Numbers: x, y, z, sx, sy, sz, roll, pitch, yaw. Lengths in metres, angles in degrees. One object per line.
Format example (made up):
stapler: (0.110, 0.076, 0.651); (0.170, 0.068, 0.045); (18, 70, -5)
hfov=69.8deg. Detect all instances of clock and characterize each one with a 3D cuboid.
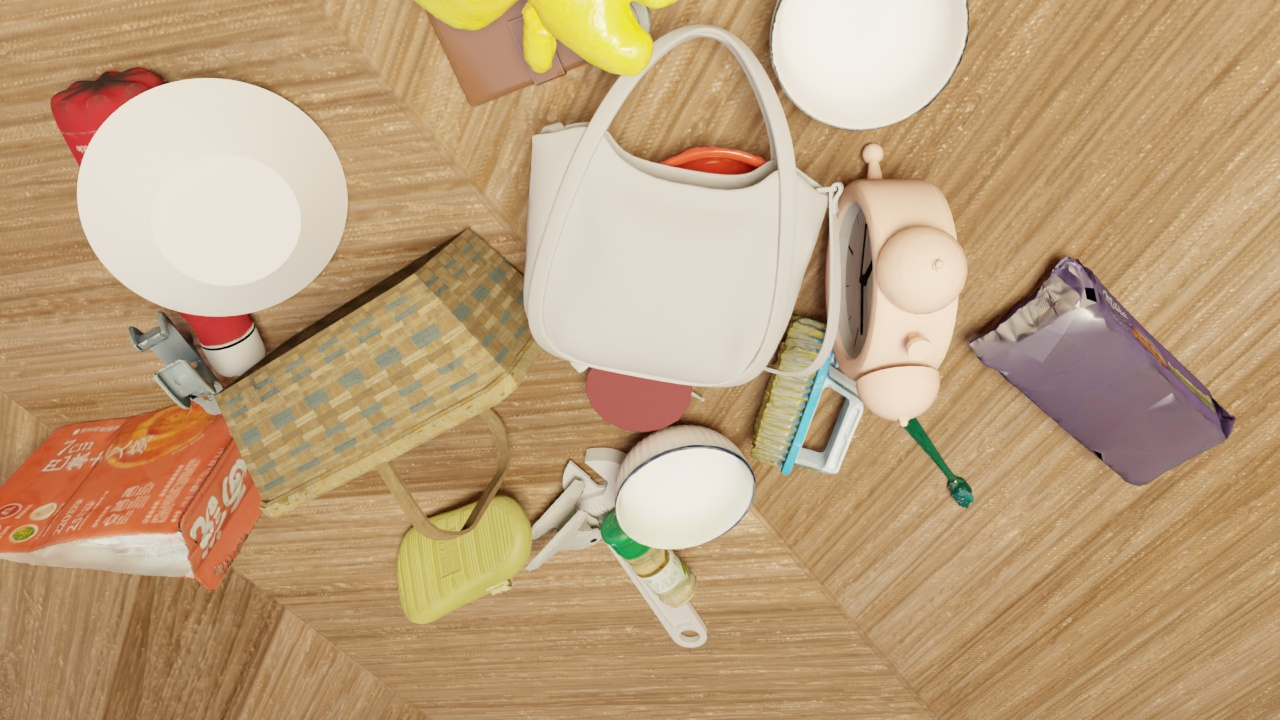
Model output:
clock: (0.171, -0.051, 0.599); (0.086, 0.160, 0.131); (3, 125, 3)
clock: (-0.004, 0.004, 0.727); (0.087, 0.044, 0.124); (-20, 120, 19)

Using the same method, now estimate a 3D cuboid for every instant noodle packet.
instant noodle packet: (-0.438, 0.104, 0.772); (0.221, 0.164, 0.084); (0, 127, 6)

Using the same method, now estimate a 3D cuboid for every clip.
clip: (-0.360, -0.010, 0.704); (0.027, 0.163, 0.106); (-32, 89, -18)
clip: (-0.066, 0.149, 0.826); (0.057, 0.053, 0.102); (50, 126, 12)

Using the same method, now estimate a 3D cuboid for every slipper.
slipper: (-0.155, 0.181, 0.856); (0.191, 0.091, 0.081); (-32, 156, 35)

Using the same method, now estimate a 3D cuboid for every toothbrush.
toothbrush: (0.227, 0.059, 0.758); (0.016, 0.017, 0.190); (-31, 117, 24)

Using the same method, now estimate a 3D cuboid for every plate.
plate: (-0.287, -0.102, 0.633); (0.173, 0.036, 0.174); (-16, 125, -24)

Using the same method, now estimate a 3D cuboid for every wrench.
wrench: (0.009, 0.186, 0.871); (0.087, 0.018, 0.273); (-20, 122, 19)

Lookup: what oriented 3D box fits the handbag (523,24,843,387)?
handbag: (0.034, -0.098, 0.592); (0.216, 0.095, 0.223); (11, 113, -3)

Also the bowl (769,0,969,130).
bowl: (0.135, -0.204, 0.554); (0.113, 0.063, 0.114); (3, 126, 4)

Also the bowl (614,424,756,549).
bowl: (0.032, 0.096, 0.769); (0.118, 0.062, 0.118); (-6, 128, -9)

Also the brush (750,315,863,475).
brush: (0.137, 0.026, 0.720); (0.075, 0.055, 0.136); (13, 125, 2)

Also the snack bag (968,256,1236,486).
snack bag: (0.348, 0.016, 0.689); (0.205, 0.058, 0.097); (36, 122, -19)

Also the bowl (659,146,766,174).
bowl: (0.052, -0.096, 0.650); (0.130, 0.045, 0.131); (3, 125, 4)

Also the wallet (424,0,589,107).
wallet: (-0.074, -0.224, 0.593); (0.121, 0.013, 0.087); (-16, 120, 14)

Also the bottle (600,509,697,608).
bottle: (0.010, 0.178, 0.828); (0.043, 0.043, 0.111); (-25, 122, 21)

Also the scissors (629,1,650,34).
scissors: (-0.016, -0.263, 0.550); (0.149, 0.019, 0.131); (34, 111, -24)

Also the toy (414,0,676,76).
toy: (-0.073, -0.243, 0.522); (0.207, 0.092, 0.134); (30, 119, -3)

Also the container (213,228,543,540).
container: (-0.172, 0.038, 0.707); (0.250, 0.157, 0.186); (-26, 107, 22)

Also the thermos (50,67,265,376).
thermos: (-0.342, -0.090, 0.681); (0.073, 0.073, 0.240); (-4, 126, 9)
